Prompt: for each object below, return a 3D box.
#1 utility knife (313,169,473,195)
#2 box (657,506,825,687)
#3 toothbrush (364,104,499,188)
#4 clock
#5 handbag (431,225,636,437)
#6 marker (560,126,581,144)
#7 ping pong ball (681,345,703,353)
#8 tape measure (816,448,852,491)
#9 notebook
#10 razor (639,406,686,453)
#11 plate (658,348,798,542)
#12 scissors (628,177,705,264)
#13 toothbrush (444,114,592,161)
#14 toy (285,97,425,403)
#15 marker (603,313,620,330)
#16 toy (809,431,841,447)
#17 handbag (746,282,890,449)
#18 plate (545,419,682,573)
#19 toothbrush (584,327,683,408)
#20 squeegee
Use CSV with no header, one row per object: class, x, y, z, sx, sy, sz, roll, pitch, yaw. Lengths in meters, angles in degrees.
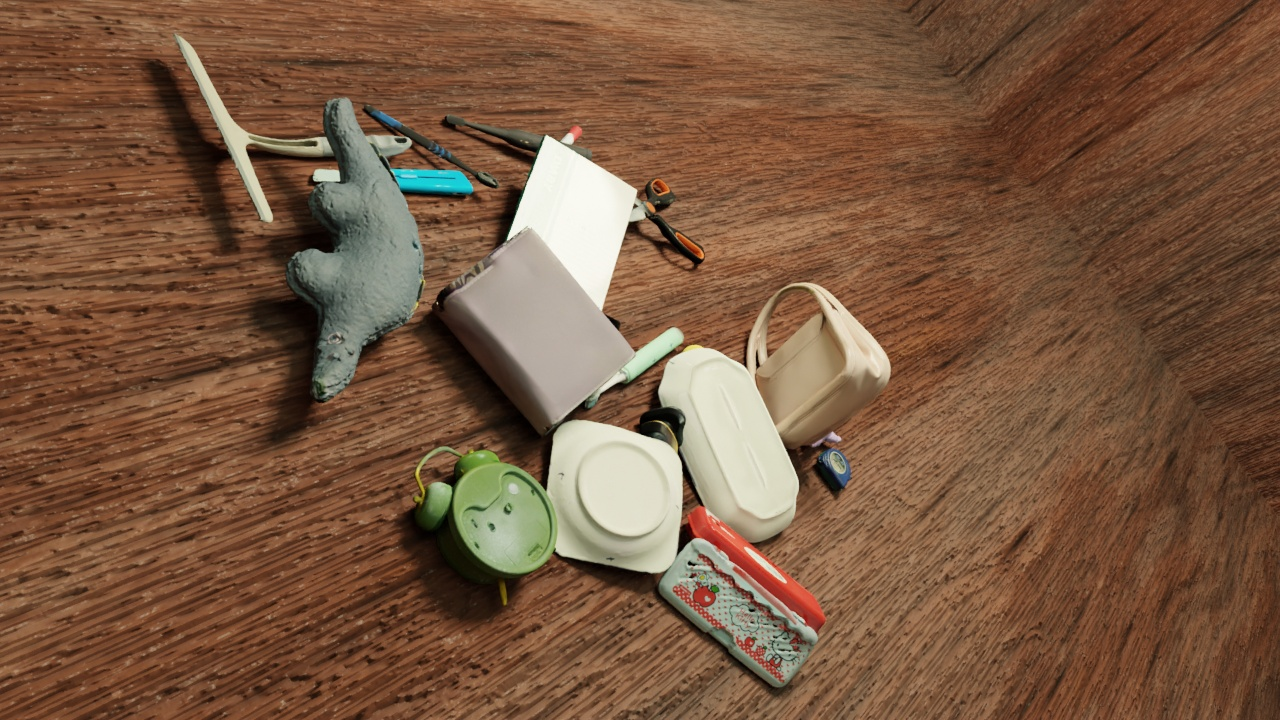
utility knife,-0.293,-0.215,1.095,0.208,0.018,0.034,-8,66,-45
box,0.115,0.277,1.078,0.201,0.100,0.112,40,6,-10
toothbrush,-0.261,-0.268,1.152,0.189,0.016,0.014,30,84,-12
clock,-0.156,0.152,0.907,0.161,0.056,0.115,49,39,-2
handbag,-0.123,-0.030,1.046,0.197,0.099,0.144,50,55,-2
marker,-0.118,-0.304,1.328,0.017,0.017,0.144,41,40,-11
ping pong ball,0.074,-0.001,1.253,0.040,0.040,0.040,24,46,-28
tape measure,0.282,0.157,1.337,0.058,0.025,0.054,55,38,0
notebook,-0.090,-0.176,1.189,0.150,0.012,0.208,27,60,-23
razor,0.022,0.133,1.097,0.067,0.062,0.167,49,38,-43
plate,0.124,0.102,1.187,0.161,0.034,0.265,-15,77,-37
scissors,0.019,-0.219,1.359,0.221,0.022,0.230,42,29,-23
toothbrush,-0.166,-0.304,1.261,0.212,0.026,0.027,10,15,-28
toy,-0.287,-0.105,0.945,0.138,0.092,0.355,34,44,-49
marker,-0.084,-0.067,1.174,0.132,0.020,0.022,26,62,-26
toy,0.253,0.079,1.359,0.083,0.039,0.108,3,52,-49
handbag,0.228,-0.011,1.300,0.093,0.194,0.233,16,42,-36
plate,-0.023,0.145,1.016,0.163,0.034,0.164,15,59,-19
toothbrush,-0.007,0.007,1.182,0.026,0.027,0.223,22,32,23
squeegee,-0.366,-0.245,1.033,0.246,0.039,0.246,-11,66,-51
